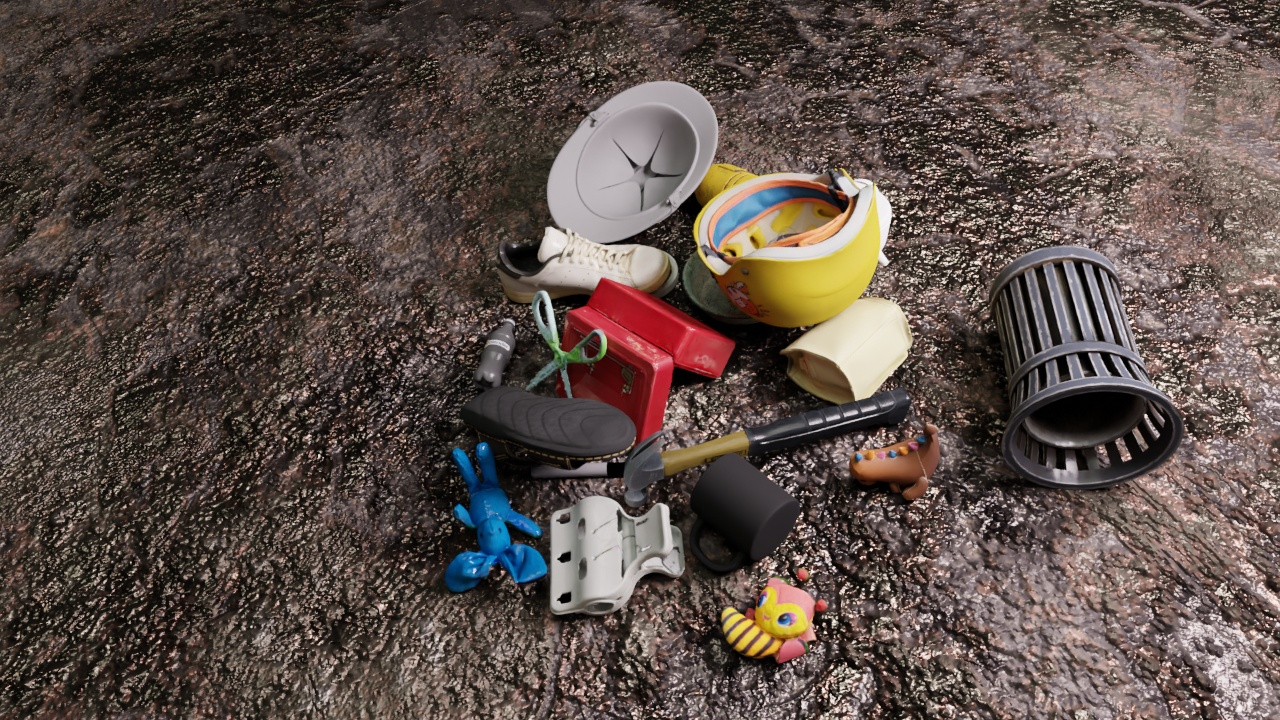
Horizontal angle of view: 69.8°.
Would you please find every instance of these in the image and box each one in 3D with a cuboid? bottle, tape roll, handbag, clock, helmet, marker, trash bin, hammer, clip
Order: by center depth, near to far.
[{"bbox_3d":[-0.028,0.201,0.968,0.143,0.073,0.124,-13,51,8],"label":"clip"},{"bbox_3d":[0.463,-0.002,0.991,0.164,0.164,0.226,1,47,10],"label":"trash bin"},{"bbox_3d":[0.141,0.084,1.011,0.332,0.118,0.025,-14,54,-9],"label":"hammer"},{"bbox_3d":[-0.057,0.126,1.059,0.140,0.016,0.016,-3,50,8],"label":"marker"},{"bbox_3d":[0.244,-0.015,1.085,0.119,0.081,0.111,-41,33,-20],"label":"handbag"},{"bbox_3d":[0.180,-0.125,1.104,0.209,0.140,0.240,-31,29,-10],"label":"helmet"},{"bbox_3d":[-0.184,-0.010,1.182,0.036,0.036,0.109,5,51,13],"label":"bottle"},{"bbox_3d":[0.270,-0.195,1.228,0.125,0.073,0.160,2,43,3],"label":"clock"},{"bbox_3d":[0.005,-0.118,1.258,0.093,0.013,0.092,-4,50,5],"label":"tape roll"},{"bbox_3d":[0.133,-0.233,1.286,0.071,0.071,0.164,-35,40,-20],"label":"bottle"},{"bbox_3d":[-0.008,-0.272,1.330,0.271,0.117,0.183,-42,83,0],"label":"helmet"}]

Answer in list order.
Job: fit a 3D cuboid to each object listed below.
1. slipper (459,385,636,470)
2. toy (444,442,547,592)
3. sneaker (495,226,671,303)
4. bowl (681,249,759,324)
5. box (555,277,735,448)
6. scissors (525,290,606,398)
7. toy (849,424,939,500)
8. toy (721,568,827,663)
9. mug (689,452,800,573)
[{"bbox_3d":[-0.109,0.085,1.049,0.268,0.076,0.112,9,33,45],"label":"slipper"},{"bbox_3d":[-0.171,0.178,1.002,0.112,0.071,0.176,-19,60,-3],"label":"toy"},{"bbox_3d":[-0.083,-0.137,1.217,0.242,0.102,0.088,-3,51,16],"label":"sneaker"},{"bbox_3d":[0.134,-0.100,1.204,0.157,0.039,0.157,-5,49,5],"label":"bowl"},{"bbox_3d":[0.011,-0.015,1.115,0.168,0.154,0.157,-25,47,-39],"label":"box"},{"bbox_3d":[-0.096,-0.004,1.101,0.022,0.172,0.174,-25,84,-47],"label":"scissors"},{"bbox_3d":[0.270,0.099,0.973,0.090,0.103,0.070,-3,50,-2],"label":"toy"},{"bbox_3d":[0.131,0.254,0.901,0.103,0.046,0.084,-24,57,-6],"label":"toy"},{"bbox_3d":[0.100,0.168,0.966,0.088,0.078,0.113,37,91,33],"label":"mug"}]
